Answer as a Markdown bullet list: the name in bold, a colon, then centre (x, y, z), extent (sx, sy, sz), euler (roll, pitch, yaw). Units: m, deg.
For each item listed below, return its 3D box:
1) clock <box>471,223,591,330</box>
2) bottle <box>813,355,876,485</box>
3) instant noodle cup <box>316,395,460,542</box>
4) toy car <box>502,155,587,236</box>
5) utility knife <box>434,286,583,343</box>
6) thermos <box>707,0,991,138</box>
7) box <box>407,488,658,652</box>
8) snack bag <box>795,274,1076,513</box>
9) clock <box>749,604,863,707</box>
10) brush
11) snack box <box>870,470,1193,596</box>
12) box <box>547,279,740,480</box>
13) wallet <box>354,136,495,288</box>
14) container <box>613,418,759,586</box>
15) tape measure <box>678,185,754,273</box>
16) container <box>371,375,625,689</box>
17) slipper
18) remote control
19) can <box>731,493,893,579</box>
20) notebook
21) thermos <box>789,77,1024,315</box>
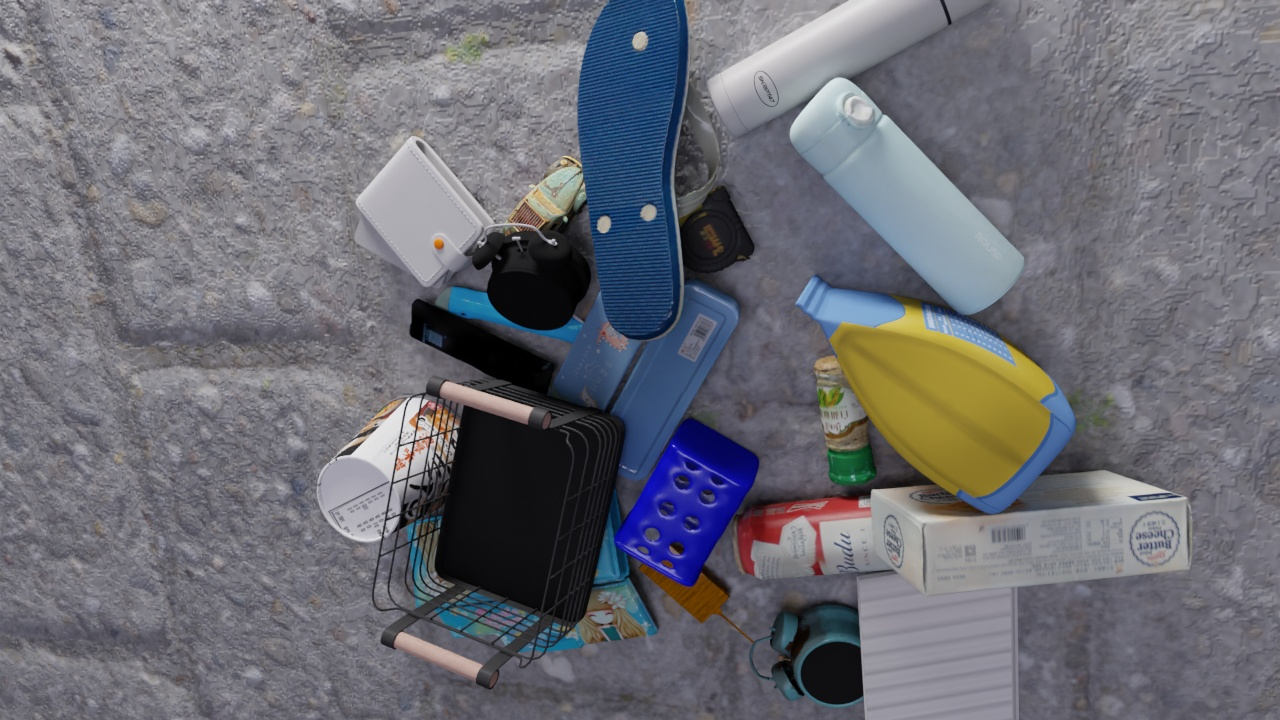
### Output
- **clock**: centre (-0.095, -0.075, 0.798), extent (0.091, 0.042, 0.121), euler (2, 142, 18)
- **bottle**: centre (0.177, 0.051, 0.794), extent (0.043, 0.043, 0.111), euler (-7, 103, 18)
- **instant noodle cup**: centre (-0.241, 0.111, 0.888), extent (0.124, 0.121, 0.124), euler (4, 107, 15)
- **toy car**: centre (-0.089, -0.129, 0.815), extent (0.047, 0.047, 0.112), euler (44, 112, 4)
- **utility knife**: centre (-0.111, -0.040, 0.865), extent (0.175, 0.015, 0.031), euler (16, 112, 9)
- **thermos**: centre (0.161, -0.247, 0.706), extent (0.225, 0.052, 0.052), euler (-24, 98, 21)
- **box**: centre (-0.114, 0.224, 0.918), extent (0.227, 0.071, 0.182), euler (-13, 100, 19)
- **snack bag**: centre (0.211, 0.003, 0.708), extent (0.205, 0.158, 0.102), euler (36, 109, 5)
- **clock**: centre (0.164, 0.277, 0.854), extent (0.124, 0.053, 0.090), euler (-7, 105, 6)
- **brush**: centre (0.060, 0.227, 0.892), extent (0.126, 0.017, 0.048), euler (41, 112, 2)
- **snack box**: centre (0.296, 0.130, 0.711), extent (0.208, 0.104, 0.057), euler (-4, 95, -6)
- **box**: centre (-0.007, 0.007, 0.827), extent (0.127, 0.034, 0.210), euler (32, 117, 7)
- **wallet**: centre (-0.209, -0.125, 0.857), extent (0.115, 0.037, 0.118), euler (-41, 88, 22)
- **container**: centre (0.044, 0.126, 0.832), extent (0.085, 0.084, 0.114), euler (29, 110, 5)
- **tape measure**: centre (0.059, -0.106, 0.786), extent (0.063, 0.038, 0.067), euler (-27, 100, 13)
- **container**: centre (-0.127, 0.137, 0.808), extent (0.163, 0.130, 0.241), euler (16, 100, 18)
- **slipper**: centre (0.006, -0.164, 0.762), extent (0.118, 0.060, 0.295), euler (-1, 92, 36)
- **remote control**: centre (-0.155, -0.008, 0.875), extent (0.150, 0.022, 0.047), euler (25, 133, 7)
- **can**: centre (0.170, 0.155, 0.813), extent (0.170, 0.067, 0.067), euler (-9, 103, 18)
- **notebook**: centre (0.270, 0.279, 0.825), extent (0.142, 0.009, 0.210), euler (-8, 104, -4)
- **thermos**: centre (0.203, -0.127, 0.708), extent (0.207, 0.078, 0.065), euler (43, 79, -8)
